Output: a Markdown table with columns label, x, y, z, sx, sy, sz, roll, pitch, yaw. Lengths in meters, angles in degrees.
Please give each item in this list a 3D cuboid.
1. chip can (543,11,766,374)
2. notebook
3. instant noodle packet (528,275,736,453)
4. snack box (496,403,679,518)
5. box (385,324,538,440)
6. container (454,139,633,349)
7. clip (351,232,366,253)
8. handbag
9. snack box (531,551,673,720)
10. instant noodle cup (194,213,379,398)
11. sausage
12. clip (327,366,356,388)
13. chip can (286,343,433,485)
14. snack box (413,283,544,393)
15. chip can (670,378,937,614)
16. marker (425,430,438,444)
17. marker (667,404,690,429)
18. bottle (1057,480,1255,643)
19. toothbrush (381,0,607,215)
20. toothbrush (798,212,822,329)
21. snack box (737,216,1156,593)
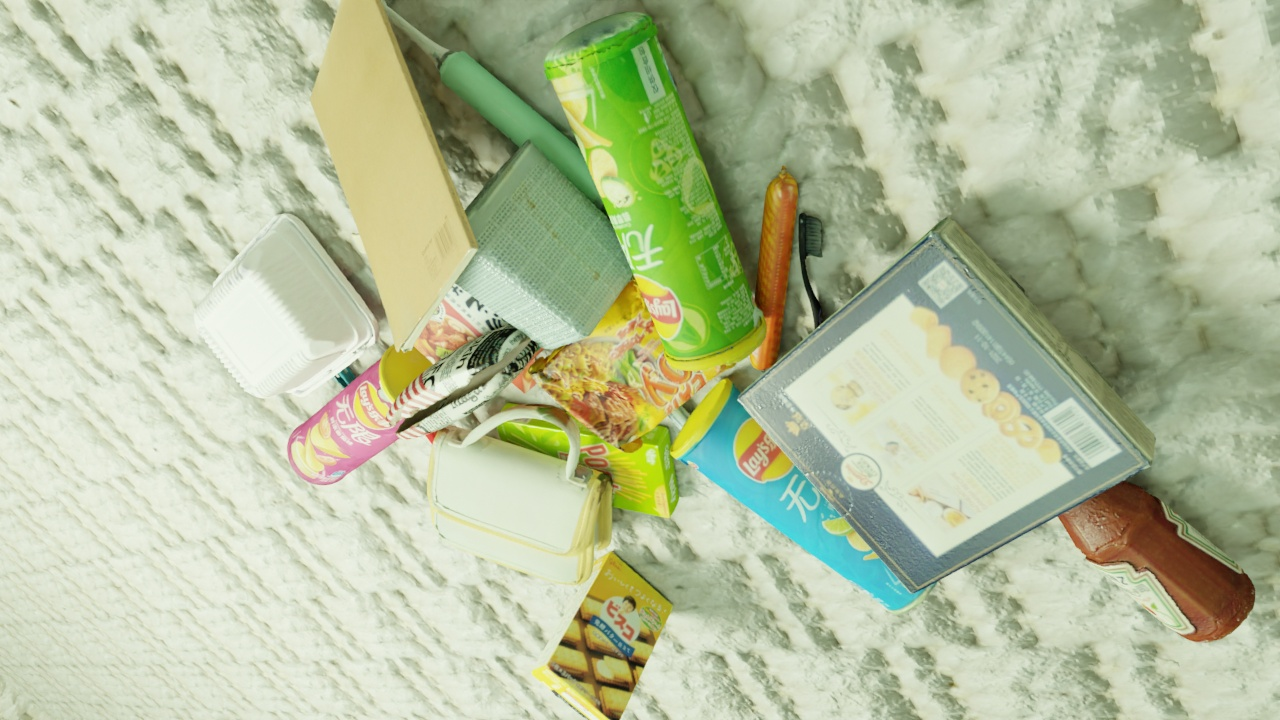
| label | x | y | z | sx | sy | sz | roll | pitch | yaw |
| --- | --- | --- | --- | --- | --- | --- | --- | --- | --- |
| chip can | 0.012 | -0.102 | 0.573 | 0.073 | 0.072 | 0.221 | -8 | 117 | 32 |
| notebook | -0.169 | -0.129 | 0.605 | 0.150 | 0.012 | 0.211 | -39 | 70 | 52 |
| instant noodle packet | -0.004 | 0.004 | 0.683 | 0.111 | 0.044 | 0.129 | 41 | 118 | -17 |
| snack box | -0.046 | 0.086 | 0.801 | 0.156 | 0.026 | 0.086 | 8 | 130 | 22 |
| box | -0.143 | 0.013 | 0.704 | 0.165 | 0.071 | 0.060 | -26 | 129 | 38 |
| container | -0.071 | -0.071 | 0.625 | 0.111 | 0.089 | 0.090 | 41 | 160 | -16 |
| clip | -0.193 | -0.091 | 0.707 | 0.102 | 0.094 | 0.035 | -11 | 121 | 22 |
| handbag | -0.107 | 0.106 | 0.793 | 0.163 | 0.063 | 0.179 | 16 | 130 | 14 |
| snack box | -0.032 | 0.259 | 0.856 | 0.087 | 0.140 | 0.034 | 44 | 132 | -9 |
| instant noodle cup | -0.327 | -0.034 | 0.818 | 0.174 | 0.060 | 0.138 | -27 | 103 | 42 |
| sausage | 0.089 | -0.055 | 0.616 | 0.021 | 0.021 | 0.165 | 15 | 132 | 17 |
| clip | -0.292 | 0.004 | 0.873 | 0.049 | 0.015 | 0.057 | -19 | 116 | 35 |
| chip can | -0.255 | 0.054 | 0.855 | 0.071 | 0.071 | 0.211 | 47 | 133 | -13 |
| snack box | -0.122 | -0.025 | 0.737 | 0.127 | 0.044 | 0.113 | 42 | 134 | -10 |
| chip can | 0.126 | 0.103 | 0.691 | 0.210 | 0.071 | 0.071 | 37 | 134 | -4 |
| marker | -0.170 | 0.122 | 0.903 | 0.017 | 0.017 | 0.145 | -9 | 122 | 33 |
| marker | 0.039 | 0.053 | 0.735 | 0.146 | 0.016 | 0.017 | 47 | 133 | -14 |
| bottle | 0.304 | 0.101 | 0.605 | 0.206 | 0.059 | 0.060 | 40 | 134 | 2 |
| toothbrush | -0.102 | -0.176 | 0.614 | 0.224 | 0.027 | 0.026 | 39 | 100 | -7 |
| toothbrush | 0.125 | -0.018 | 0.634 | 0.017 | 0.014 | 0.189 | -3 | 126 | 15 |
| snack box | 0.185 | 0.035 | 0.583 | 0.178 | 0.045 | 0.183 | 49 | 127 | 3 |
